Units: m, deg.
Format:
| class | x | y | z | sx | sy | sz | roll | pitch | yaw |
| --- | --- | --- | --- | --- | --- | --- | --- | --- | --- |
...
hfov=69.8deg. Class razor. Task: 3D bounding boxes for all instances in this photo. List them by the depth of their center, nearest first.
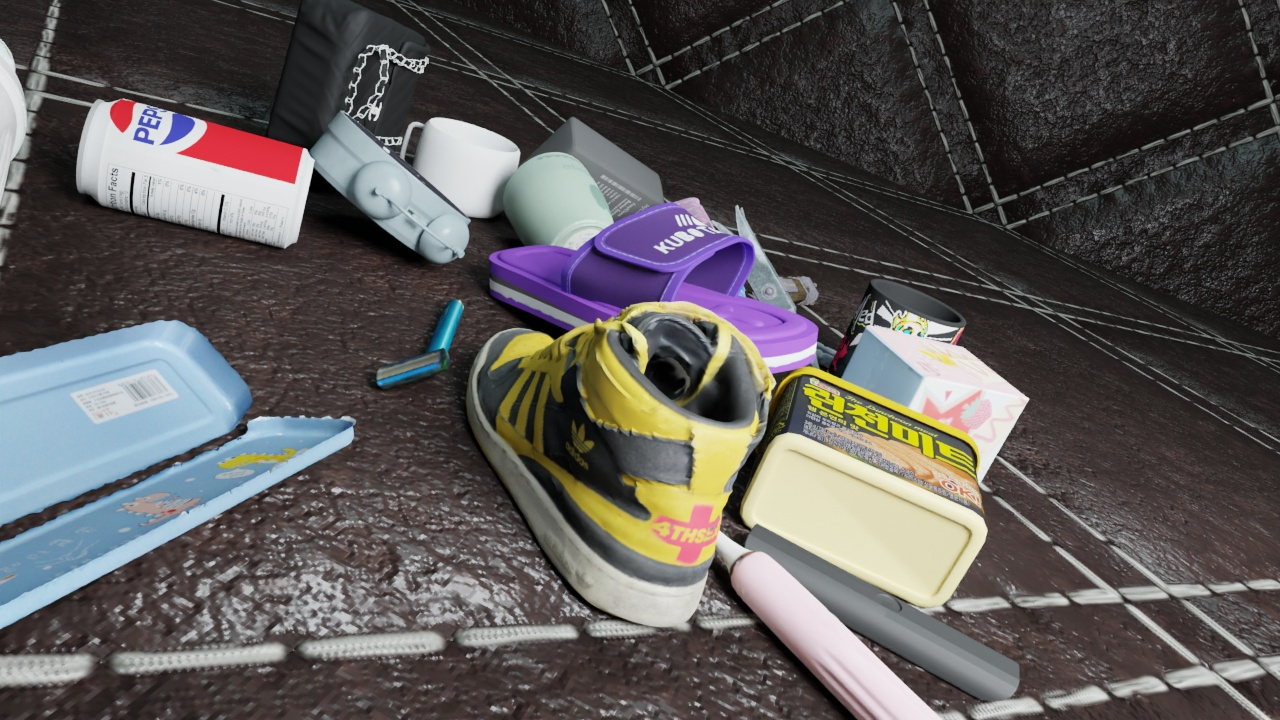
| class | x | y | z | sx | sy | sz | roll | pitch | yaw |
| --- | --- | --- | --- | --- | --- | --- | --- | --- | --- |
| razor | -0.126 | -0.012 | 0.571 | 0.042 | 0.022 | 0.143 | -16 | 19 | 4 |

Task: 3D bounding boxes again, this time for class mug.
| class | x | y | z | sx | sy | sz | roll | pitch | yaw |
| --- | --- | --- | --- | --- | --- | --- | --- | --- | --- |
| mug | 0.206 | -0.012 | 0.770 | 0.082 | 0.098 | 0.117 | 19 | 22 | -7 |
| mug | -0.057 | -0.113 | 0.808 | 0.111 | 0.084 | 0.104 | 40 | 13 | -45 |
| mug | -0.175 | -0.185 | 0.869 | 0.115 | 0.068 | 0.094 | 25 | 22 | 10 |

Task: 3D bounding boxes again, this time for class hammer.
| class | x | y | z | sx | sy | sz | roll | pitch | yaw |
| --- | --- | --- | --- | --- | --- | --- | --- | --- | --- |
| hammer | 0.141 | -0.060 | 0.847 | 0.147 | 0.028 | 0.316 | 61 | 16 | 4 |

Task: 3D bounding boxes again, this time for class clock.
| class | x | y | z | sx | sy | sz | roll | pitch | yaw |
| --- | --- | --- | --- | --- | --- | --- | --- | --- | --- |
| clock | -0.183 | -0.125 | 0.685 | 0.122 | 0.045 | 0.159 | 39 | 3 | -42 |

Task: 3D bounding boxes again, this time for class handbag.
| class | x | y | z | sx | sy | sz | roll | pitch | yaw |
| --- | --- | --- | --- | --- | --- | --- | --- | --- | --- |
| handbag | -0.233 | -0.222 | 0.792 | 0.115 | 0.154 | 0.124 | 25 | 17 | 19 |

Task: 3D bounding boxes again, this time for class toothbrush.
| class | x | y | z | sx | sy | sz | roll | pitch | yaw |
| --- | --- | --- | --- | --- | --- | --- | --- | --- | --- |
| toothbrush | 0.071 | 0.117 | 0.432 | 0.026 | 0.027 | 0.222 | -26 | 44 | -24 |

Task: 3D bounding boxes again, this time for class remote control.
| class | x | y | z | sx | sy | sz | roll | pitch | yaw |
| --- | --- | --- | --- | --- | --- | --- | --- | --- | --- |
| remote control | 0.120 | 0.127 | 0.470 | 0.147 | 0.015 | 0.033 | 27 | 22 | 14 |

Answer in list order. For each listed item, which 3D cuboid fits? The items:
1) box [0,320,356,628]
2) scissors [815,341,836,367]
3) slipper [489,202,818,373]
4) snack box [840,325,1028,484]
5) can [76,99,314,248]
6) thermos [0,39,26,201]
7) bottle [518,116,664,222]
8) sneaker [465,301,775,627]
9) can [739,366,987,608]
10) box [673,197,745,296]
| class | x | y | z | sx | sy | sz | roll | pitch | yaw |
| --- | --- | --- | --- | --- | --- | --- | --- | --- | --- |
| box | -0.212 | 0.043 | 0.337 | 0.125 | 0.043 | 0.208 | 28 | 22 | 12 |
| scissors | 0.107 | -0.024 | 0.826 | 0.177 | 0.013 | 0.170 | 21 | 18 | 4 |
| slipper | -0.004 | -0.067 | 0.630 | 0.267 | 0.084 | 0.107 | 20 | 26 | 40 |
| snack box | 0.193 | 0.040 | 0.641 | 0.094 | 0.093 | 0.079 | 12 | 24 | -24 |
| can | -0.291 | -0.123 | 0.610 | 0.132 | 0.070 | 0.070 | 12 | 23 | -21 |
| thermos | -0.377 | -0.108 | 0.473 | 0.099 | 0.099 | 0.220 | 5 | 30 | -35 |
| bottle | -0.027 | -0.159 | 0.902 | 0.173 | 0.084 | 0.046 | 25 | 45 | -38 |
| sneaker | -0.020 | 0.011 | 0.473 | 0.086 | 0.122 | 0.238 | 8 | 26 | -33 |
| can | 0.130 | 0.072 | 0.539 | 0.131 | 0.073 | 0.100 | 24 | 24 | 6 |
| box | 0.038 | -0.058 | 0.776 | 0.084 | 0.071 | 0.230 | -19 | 32 | 2 |
